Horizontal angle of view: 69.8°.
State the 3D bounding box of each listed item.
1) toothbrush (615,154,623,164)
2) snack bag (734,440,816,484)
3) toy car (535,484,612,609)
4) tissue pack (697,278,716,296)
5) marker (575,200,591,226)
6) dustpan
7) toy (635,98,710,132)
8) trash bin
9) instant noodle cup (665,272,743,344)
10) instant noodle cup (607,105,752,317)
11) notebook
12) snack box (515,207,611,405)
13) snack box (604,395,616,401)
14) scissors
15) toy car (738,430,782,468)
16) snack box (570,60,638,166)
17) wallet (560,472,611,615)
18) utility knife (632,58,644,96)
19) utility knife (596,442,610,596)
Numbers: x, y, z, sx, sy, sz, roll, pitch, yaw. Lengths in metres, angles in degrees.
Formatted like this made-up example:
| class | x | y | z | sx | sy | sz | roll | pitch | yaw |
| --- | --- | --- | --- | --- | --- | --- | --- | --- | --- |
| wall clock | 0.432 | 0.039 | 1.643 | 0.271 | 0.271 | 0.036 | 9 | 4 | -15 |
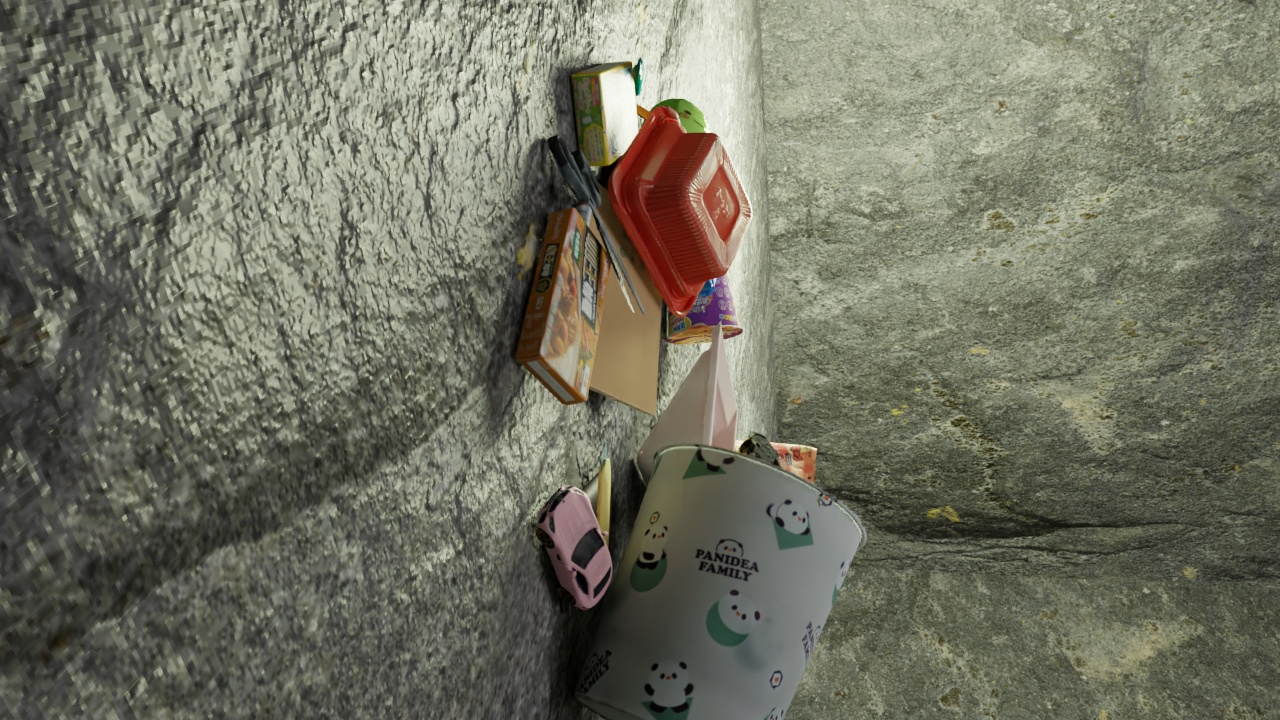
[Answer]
| class | x | y | z | sx | sy | sz | roll | pitch | yaw |
| --- | --- | --- | --- | --- | --- | --- | --- | --- | --- |
| toothbrush | -0.001 | -0.124 | 0.994 | 0.026 | 0.027 | 0.221 | 0 | 79 | -42 |
| snack bag | 0.146 | 0.165 | 1.319 | 0.073 | 0.208 | 0.128 | 83 | 15 | -49 |
| toy car | -0.052 | 0.162 | 0.785 | 0.056 | 0.037 | 0.122 | -50 | 136 | -40 |
| tissue pack | 0.057 | -0.133 | 1.184 | 0.156 | 0.095 | 0.052 | -70 | 155 | -52 |
| marker | -0.061 | -0.088 | 0.834 | 0.017 | 0.017 | 0.145 | 70 | 24 | -56 |
| dustpan | 0.103 | 0.131 | 1.168 | 0.272 | 0.139 | 0.223 | -54 | 151 | -19 |
| toy | 0.046 | -0.232 | 1.111 | 0.227 | 0.090 | 0.246 | 47 | 33 | -41 |
| trash bin | 0.070 | 0.244 | 0.887 | 0.251 | 0.230 | 0.230 | -64 | 157 | -25 |
| instant noodle cup | 0.086 | -0.081 | 1.298 | 0.111 | 0.112 | 0.099 | 32 | 52 | -75 |
| instant noodle cup | 0.051 | -0.161 | 0.964 | 0.189 | 0.079 | 0.164 | 57 | 44 | -36 |
| notebook | -0.021 | -0.062 | 0.914 | 0.147 | 0.008 | 0.207 | 27 | 61 | -51 |
| snack box | -0.061 | -0.046 | 0.768 | 0.075 | 0.026 | 0.153 | 51 | 39 | -46 |
| snack box | -0.017 | -0.036 | 1.006 | 0.156 | 0.027 | 0.085 | -75 | 160 | -51 |
| scissors | -0.039 | -0.125 | 0.815 | 0.174 | 0.014 | 0.159 | 57 | 16 | -39 |
| toy car | 0.155 | 0.164 | 1.241 | 0.071 | 0.041 | 0.155 | 41 | 39 | -20 |
| snack box | -0.033 | -0.251 | 0.924 | 0.140 | 0.034 | 0.087 | -65 | 153 | -65 |
| wallet | -0.053 | 0.170 | 0.869 | 0.122 | 0.020 | 0.096 | -40 | 129 | -71 |
| utility knife | -0.003 | -0.315 | 1.009 | 0.205 | 0.013 | 0.029 | -102 | -167 | -81 |
| utility knife | -0.034 | 0.154 | 0.856 | 0.030 | 0.018 | 0.165 | -61 | 160 | -67 |
